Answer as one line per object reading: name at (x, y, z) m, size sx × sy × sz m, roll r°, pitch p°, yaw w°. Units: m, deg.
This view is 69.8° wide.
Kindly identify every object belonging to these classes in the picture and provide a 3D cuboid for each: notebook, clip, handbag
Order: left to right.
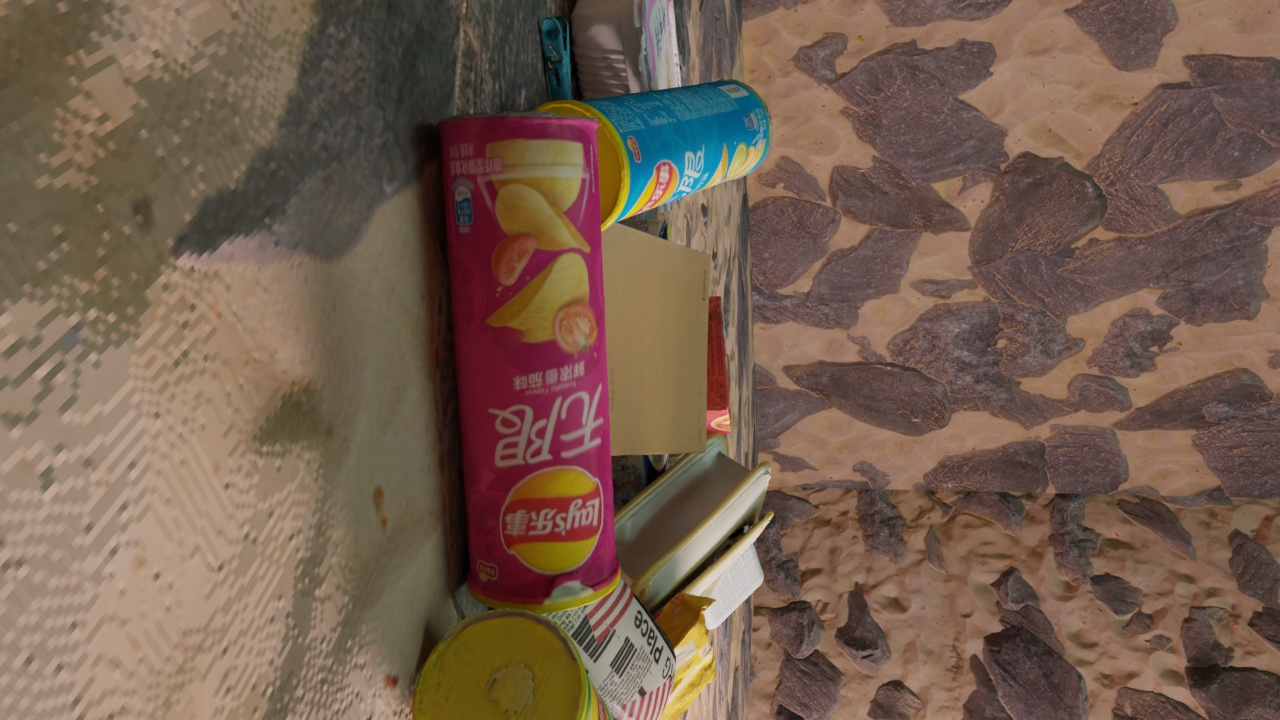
clip at (-0.050, -0.182, 0.563) m, size 0.049 × 0.015 × 0.057 m, roll -74°, pitch 160°, yaw -65°
notebook at (-0.008, -0.012, 0.600) m, size 0.211 × 0.012 × 0.149 m, roll 8°, pitch 82°, yaw -58°
handbag at (0.036, 0.166, 0.714) m, size 0.163 × 0.063 × 0.179 m, roll -36°, pitch 139°, yaw -31°

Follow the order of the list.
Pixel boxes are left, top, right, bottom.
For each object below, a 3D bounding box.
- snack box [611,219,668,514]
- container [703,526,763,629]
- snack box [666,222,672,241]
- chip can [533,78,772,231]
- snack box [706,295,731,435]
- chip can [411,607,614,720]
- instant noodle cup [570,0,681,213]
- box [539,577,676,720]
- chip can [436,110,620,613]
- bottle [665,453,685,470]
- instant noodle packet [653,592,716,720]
snack box at (-0.004, 0.004, 0.736) m, size 0.177 × 0.046 × 0.183 m, roll -74°, pitch 160°, yaw -56°
container at (0.065, 0.200, 0.937) m, size 0.090 × 0.090 × 0.111 m, roll -40°, pitch 145°, yaw -17°
snack box at (0.019, -0.057, 0.910) m, size 0.141 × 0.034 × 0.086 m, roll 80°, pitch 14°, yaw -51°
chip can at (0.010, -0.129, 0.559) m, size 0.209 × 0.071 × 0.071 m, roll -33°, pitch 124°, yaw -56°
snack box at (0.065, 0.011, 0.906) m, size 0.127 × 0.044 × 0.113 m, roll 69°, pitch 18°, yaw -72°
chip can at (-0.041, 0.194, 0.446) m, size 0.221 × 0.073 × 0.072 m, roll 76°, pitch 17°, yaw -53°
instant noodle cup at (-0.007, -0.210, 0.679) m, size 0.174 × 0.060 × 0.137 m, roll 78°, pitch 16°, yaw -44°
box at (-0.029, 0.157, 0.518) m, size 0.164 × 0.060 × 0.071 m, roll 62°, pitch 33°, yaw -39°
chip can at (-0.049, 0.000, 0.410) m, size 0.071 × 0.071 × 0.210 m, roll -45°, pitch 134°, yaw -76°
bottle at (0.043, 0.127, 0.973) m, size 0.206 × 0.060 × 0.059 m, roll 75°, pitch 18°, yaw -56°
instant noodle packet at (0.003, 0.223, 0.626) m, size 0.128 × 0.044 × 0.111 m, roll -38°, pitch 145°, yaw -26°
